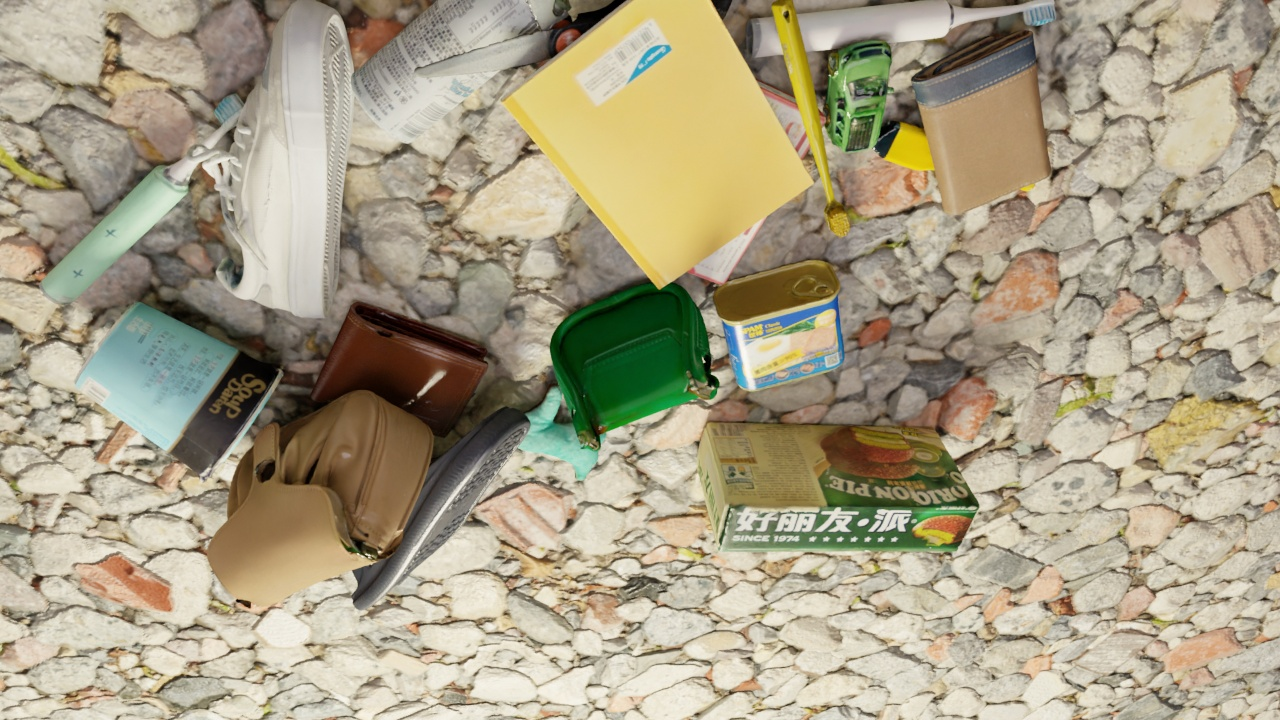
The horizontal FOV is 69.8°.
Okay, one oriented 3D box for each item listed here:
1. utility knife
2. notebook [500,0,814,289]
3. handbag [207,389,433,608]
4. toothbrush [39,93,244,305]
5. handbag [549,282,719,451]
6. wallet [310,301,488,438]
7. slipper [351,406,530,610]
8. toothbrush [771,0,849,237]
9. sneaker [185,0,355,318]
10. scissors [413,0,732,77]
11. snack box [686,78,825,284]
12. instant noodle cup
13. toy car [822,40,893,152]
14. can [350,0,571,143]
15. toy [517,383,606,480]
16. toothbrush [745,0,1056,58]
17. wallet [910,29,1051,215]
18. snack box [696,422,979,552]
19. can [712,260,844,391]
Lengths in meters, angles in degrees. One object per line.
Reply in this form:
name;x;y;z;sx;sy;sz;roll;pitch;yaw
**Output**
utility knife;0.248;-0.159;0.721;0.153;0.015;0.033;10;130;-17
notebook;0.021;-0.150;0.636;0.146;0.010;0.206;-35;134;10
handbag;-0.269;0.109;0.749;0.205;0.147;0.099;-25;140;29
toothbrush;-0.356;-0.112;0.659;0.225;0.026;0.027;-35;102;18
handbag;-0.004;0.004;0.743;0.131;0.120;0.068;-23;133;7
wallet;-0.203;0.013;0.776;0.124;0.032;0.101;20;124;-21
slipper;-0.196;0.119;0.828;0.083;0.110;0.269;44;120;6
toothbrush;0.125;-0.168;0.660;0.016;0.016;0.190;-21;128;5
sneaker;-0.251;-0.134;0.626;0.090;0.089;0.243;11;131;-11
scissors;-0.031;-0.202;0.595;0.220;0.021;0.235;-31;149;-7
snack box;0.067;-0.136;0.703;0.077;0.027;0.156;18;122;-21
instant noodle cup;-0.361;0.017;0.716;0.120;0.111;0.111;37;114;-20
toy car;0.157;-0.189;0.661;0.043;0.036;0.091;-10;148;2
can;-0.119;-0.207;0.601;0.147;0.058;0.058;-34;125;16
toy;-0.074;0.066;0.836;0.092;0.030;0.097;14;118;-21
toothbrush;0.185;-0.237;0.645;0.221;0.027;0.026;-7;90;-3
wallet;0.257;-0.176;0.685;0.090;0.033;0.115;-24;119;3
snack box;0.179;0.117;0.859;0.240;0.114;0.063;2;126;-11
can;0.119;-0.028;0.776;0.102;0.057;0.083;-15;130;3
